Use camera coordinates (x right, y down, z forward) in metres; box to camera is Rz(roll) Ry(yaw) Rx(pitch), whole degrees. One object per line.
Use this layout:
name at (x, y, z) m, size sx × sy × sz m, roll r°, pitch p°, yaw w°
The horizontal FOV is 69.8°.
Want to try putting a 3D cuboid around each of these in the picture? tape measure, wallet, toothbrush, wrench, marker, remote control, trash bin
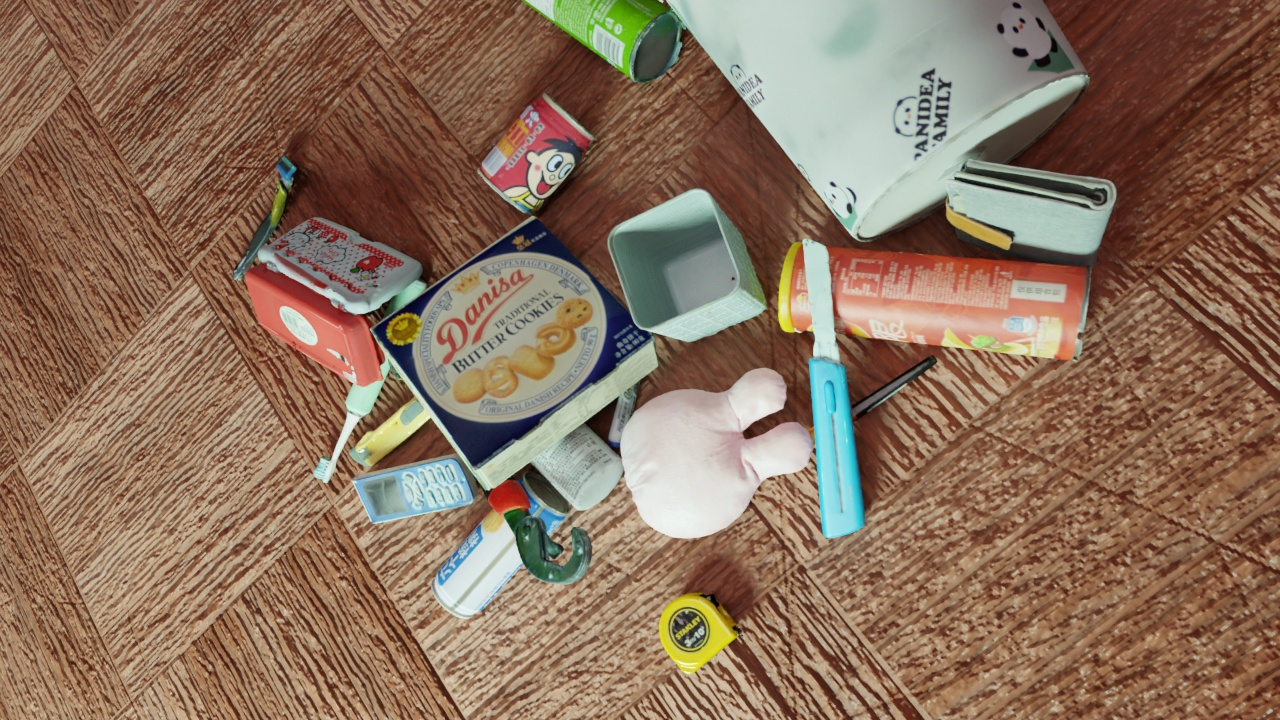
tape measure at (0.046, 0.218, 0.747) m, size 0.060 × 0.029 × 0.057 m, roll -44°, pitch 71°, yaw 11°
wallet at (0.267, -0.097, 0.642) m, size 0.107 × 0.129 × 0.037 m, roll 17°, pitch 85°, yaw 24°
toothbrush at (-0.266, 0.019, 0.902) m, size 0.027 × 0.026 × 0.224 m, roll 25°, pitch 94°, yaw 1°
wrench at (-0.122, 0.099, 0.789) m, size 0.056 × 0.016 × 0.273 m, roll -55°, pitch 46°, yaw 7°
marker at (-0.005, 0.005, 0.802) m, size 0.017 × 0.017 × 0.145 m, roll 13°, pitch 88°, yaw 23°
marker at (0.178, 0.033, 0.722) m, size 0.124 × 0.018 × 0.015 m, roll -36°, pitch 76°, yaw 13°
remote control at (-0.211, 0.120, 0.861) m, size 0.125 × 0.024 × 0.049 m, roll -14°, pitch 104°, yaw 21°
trash bin at (0.167, -0.241, 0.662) m, size 0.230 × 0.229 × 0.252 m, roll -34°, pitch 78°, yaw 15°

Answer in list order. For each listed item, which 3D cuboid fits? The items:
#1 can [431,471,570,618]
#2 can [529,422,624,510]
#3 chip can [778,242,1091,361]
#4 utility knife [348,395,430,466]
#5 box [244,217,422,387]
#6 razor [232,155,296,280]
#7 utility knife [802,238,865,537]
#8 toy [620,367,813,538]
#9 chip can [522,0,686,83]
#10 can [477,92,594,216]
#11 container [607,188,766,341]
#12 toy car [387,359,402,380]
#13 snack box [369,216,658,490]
can at (-0.124, 0.164, 0.810) m, size 0.053 × 0.053 × 0.135 m, roll 45°, pitch 100°, yaw 21°
can at (-0.082, 0.063, 0.803) m, size 0.147 × 0.058 × 0.058 m, roll 41°, pitch 99°, yaw 21°
chip can at (0.216, -0.047, 0.689) m, size 0.217 × 0.073 × 0.073 m, roll 7°, pitch 86°, yaw 23°
utility knife at (-0.210, 0.044, 0.867) m, size 0.202 × 0.021 × 0.031 m, roll -38°, pitch 88°, yaw 20°
box at (-0.297, -0.065, 0.903) m, size 0.201 × 0.099 × 0.110 m, roll 24°, pitch 133°, yaw 37°
razor at (-0.398, -0.147, 0.979) m, size 0.043 × 0.022 × 0.143 m, roll 38°, pitch 102°, yaw 49°
utility knife at (0.143, 0.024, 0.696) m, size 0.034 × 0.018 × 0.234 m, roll -4°, pitch 102°, yaw 22°
toy at (0.059, 0.074, 0.746) m, size 0.160 × 0.054 × 0.121 m, roll -26°, pitch 81°, yaw 19°
chip can at (-0.066, -0.341, 0.842) m, size 0.236 × 0.072 × 0.072 m, roll 41°, pitch 99°, yaw 22°
can at (-0.094, -0.188, 0.836) m, size 0.094 × 0.066 × 0.066 m, roll -48°, pitch 69°, yaw 10°
container at (0.043, -0.069, 0.740) m, size 0.090 × 0.111 × 0.090 m, roll -23°, pitch 75°, yaw 17°
toy car at (-0.192, -0.012, 0.871) m, size 0.105 × 0.032 × 0.048 m, roll -15°, pitch 84°, yaw 20°
snack box at (-0.109, -0.012, 0.784) m, size 0.177 × 0.046 × 0.182 m, roll -37°, pitch 62°, yaw -13°
